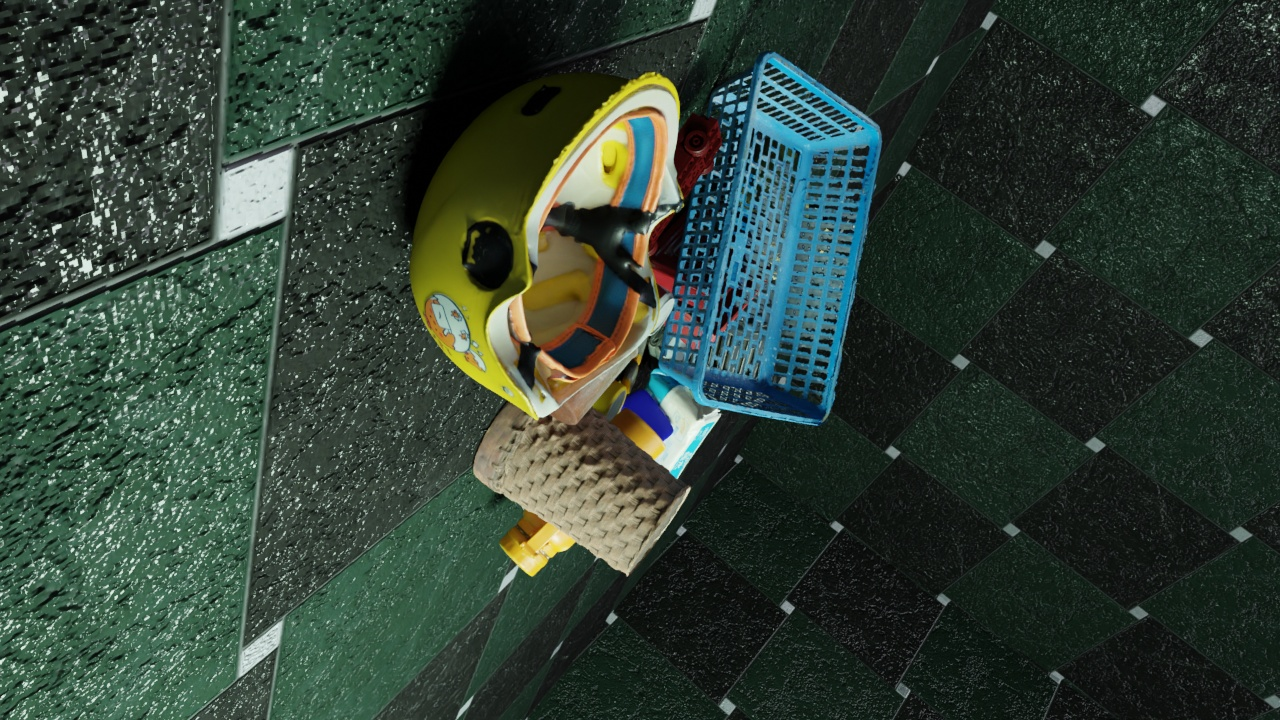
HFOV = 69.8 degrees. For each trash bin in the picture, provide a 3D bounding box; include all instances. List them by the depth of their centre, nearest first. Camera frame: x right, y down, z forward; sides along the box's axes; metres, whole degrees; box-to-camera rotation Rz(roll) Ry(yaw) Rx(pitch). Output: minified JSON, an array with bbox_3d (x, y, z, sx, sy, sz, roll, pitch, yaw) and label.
[{"bbox_3d":[-0.061,0.129,1.035,0.151,0.210,0.151,-52,167,-17],"label":"trash bin"},{"bbox_3d":[0.176,-0.042,1.599,0.163,0.164,0.228,-49,162,-29],"label":"trash bin"}]

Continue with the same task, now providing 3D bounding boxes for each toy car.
[{"bbox_3d":[0.010,-0.166,0.897,0.170,0.062,0.070,-56,167,-2],"label":"toy car"}]

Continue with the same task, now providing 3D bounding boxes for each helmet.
[{"bbox_3d":[-0.073,-0.093,0.622,0.208,0.140,0.240,-38,146,-53],"label":"helmet"}]

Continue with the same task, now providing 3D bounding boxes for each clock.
[{"bbox_3d":[-0.065,0.066,1.199,0.118,0.057,0.083,-60,168,-12],"label":"clock"}]

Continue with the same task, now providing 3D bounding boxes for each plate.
[{"bbox_3d":[0.154,-0.198,1.202,0.036,0.184,0.185,-5,142,-22],"label":"plate"}]

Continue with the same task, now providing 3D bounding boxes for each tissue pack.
[{"bbox_3d":[0.024,0.118,1.369,0.066,0.117,0.210,-4,131,-56],"label":"tissue pack"}]

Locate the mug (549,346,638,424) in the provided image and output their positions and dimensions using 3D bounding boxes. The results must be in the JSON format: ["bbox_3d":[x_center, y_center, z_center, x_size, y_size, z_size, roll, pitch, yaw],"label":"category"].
[{"bbox_3d":[-0.066,-0.003,0.947,0.110,0.096,0.123,-55,175,-20],"label":"mug"}]

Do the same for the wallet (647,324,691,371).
[{"bbox_3d":[0.047,-0.029,1.397,0.100,0.054,0.132,-59,167,-22],"label":"wallet"}]

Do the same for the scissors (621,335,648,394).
[{"bbox_3d":[-0.007,0.005,1.343,0.229,0.016,0.114,88,20,-83],"label":"scissors"}]

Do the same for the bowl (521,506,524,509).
[{"bbox_3d":[-0.113,0.177,1.231,0.115,0.062,0.115,-25,132,-31],"label":"bowl"}]

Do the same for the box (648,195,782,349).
[{"bbox_3d":[0.082,-0.109,1.153,0.157,0.137,0.127,-47,156,-28],"label":"box"}]

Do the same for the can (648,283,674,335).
[{"bbox_3d":[-0.017,-0.071,0.953,0.054,0.096,0.054,-52,166,-18],"label":"can"}]

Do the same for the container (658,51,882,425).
[{"bbox_3d":[0.141,-0.121,1.020,0.256,0.089,0.362,12,89,-47],"label":"container"}]

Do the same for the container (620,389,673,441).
[{"bbox_3d":[-0.026,0.109,1.309,0.114,0.085,0.084,-39,175,29],"label":"container"}]

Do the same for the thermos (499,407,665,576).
[{"bbox_3d":[-0.076,0.162,1.143,0.232,0.076,0.091,-44,153,-10],"label":"thermos"}]

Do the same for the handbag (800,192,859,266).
[{"bbox_3d":[0.239,-0.192,1.358,0.072,0.196,0.176,-54,167,-7],"label":"handbag"}]
